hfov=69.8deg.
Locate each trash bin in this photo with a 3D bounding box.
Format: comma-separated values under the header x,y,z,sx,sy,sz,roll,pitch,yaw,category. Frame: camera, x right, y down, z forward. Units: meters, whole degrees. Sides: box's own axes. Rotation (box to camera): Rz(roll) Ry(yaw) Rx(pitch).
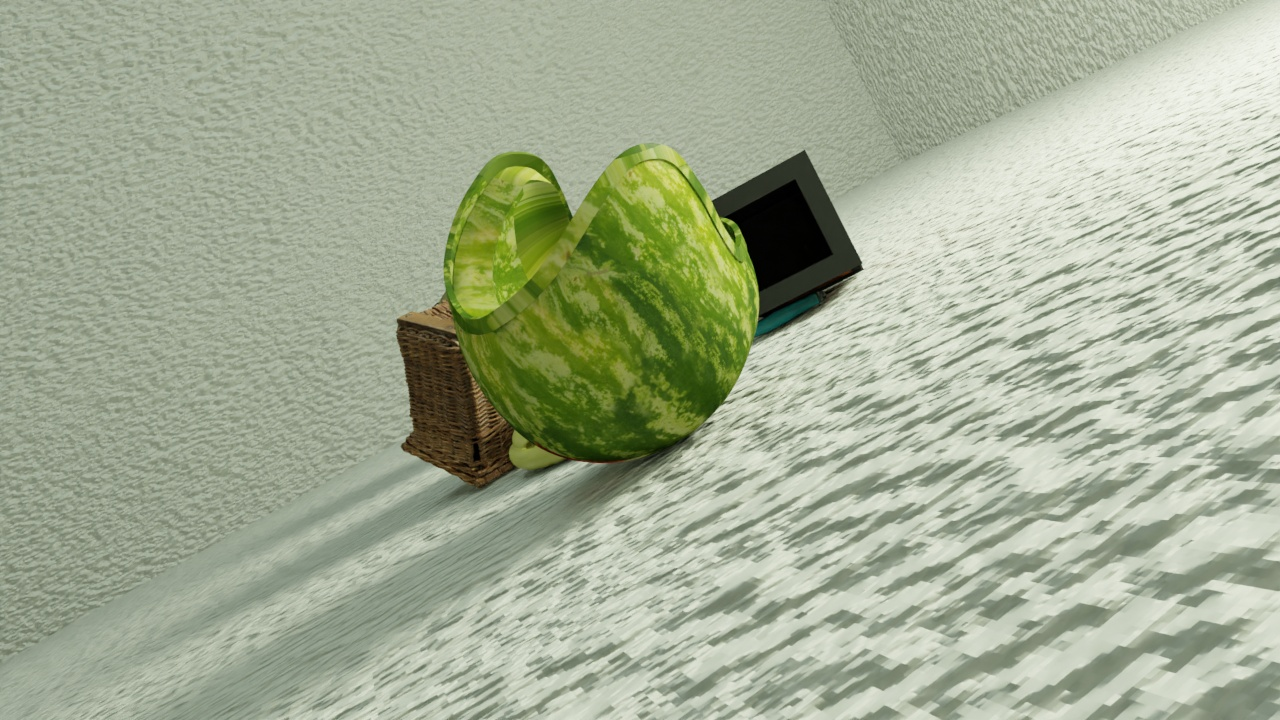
x,y,z,sx,sy,sz,roll,pitch,yaw,category
0.171,-0.142,1.097,0.140,0.139,0.171,-27,-3,14,trash bin

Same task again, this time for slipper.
x,y,z,sx,sy,sz,roll,pitch,yaw,category
-0.069,0.054,0.948,0.191,0.081,0.091,-22,11,33,slipper

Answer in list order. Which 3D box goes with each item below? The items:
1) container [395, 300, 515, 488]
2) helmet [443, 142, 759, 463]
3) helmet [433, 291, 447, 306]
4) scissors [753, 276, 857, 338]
x,y,z,sx,sy,sz,roll,pitch,yaw,category
-0.167,0.001,1.121,0.162,0.183,0.249,16,36,40,container
-0.022,-0.038,0.731,0.214,0.247,0.243,8,73,45,helmet
-0.229,-0.039,1.566,0.232,0.255,0.251,-33,8,-16,helmet
0.179,-0.059,1.063,0.146,0.019,0.133,-30,-2,44,scissors
